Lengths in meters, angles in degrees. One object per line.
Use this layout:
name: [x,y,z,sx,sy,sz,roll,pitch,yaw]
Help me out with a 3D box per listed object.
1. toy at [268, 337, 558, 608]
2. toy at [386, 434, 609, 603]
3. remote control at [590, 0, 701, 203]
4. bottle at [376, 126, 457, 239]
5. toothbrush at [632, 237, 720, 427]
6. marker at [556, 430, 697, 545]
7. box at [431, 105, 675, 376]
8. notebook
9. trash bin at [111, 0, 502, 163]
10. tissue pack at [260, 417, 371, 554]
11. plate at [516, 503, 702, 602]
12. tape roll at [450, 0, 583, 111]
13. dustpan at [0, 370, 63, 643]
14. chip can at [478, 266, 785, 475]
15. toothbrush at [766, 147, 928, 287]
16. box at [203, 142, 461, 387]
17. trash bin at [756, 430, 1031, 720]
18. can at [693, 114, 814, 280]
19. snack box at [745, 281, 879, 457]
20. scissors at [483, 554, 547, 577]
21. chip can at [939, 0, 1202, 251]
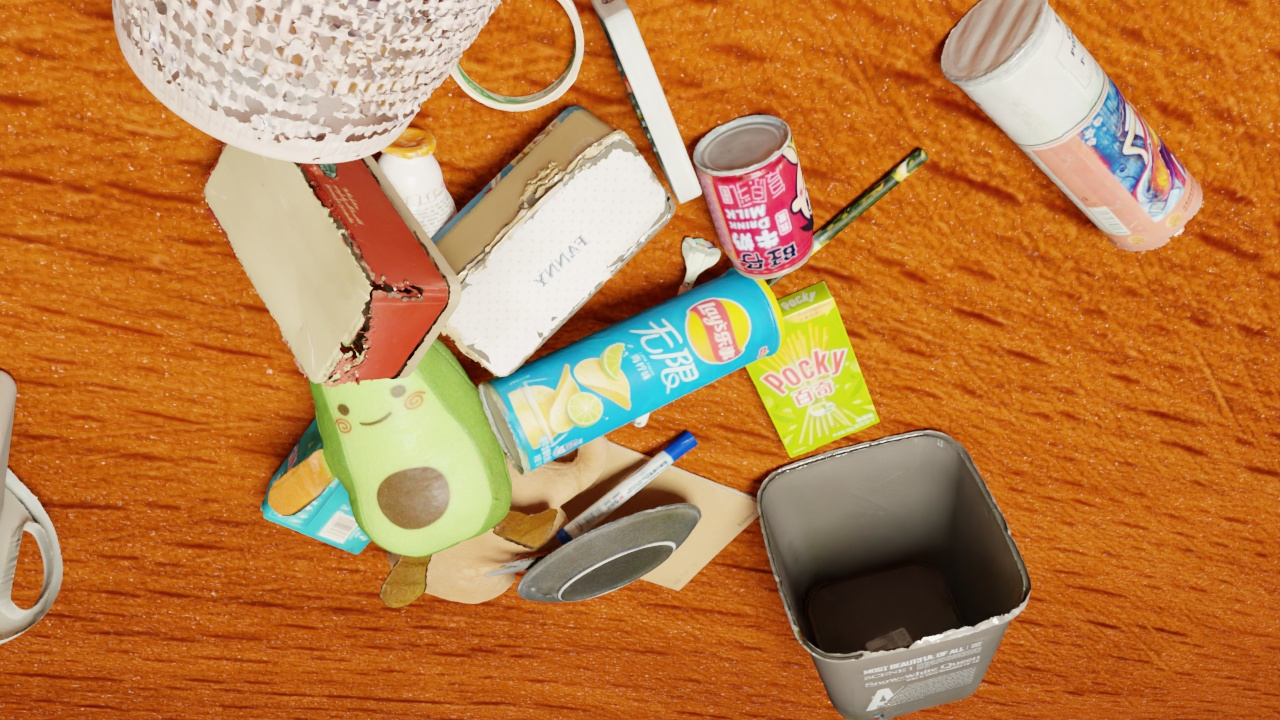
toy: [-0.164,0.069,0.675,0.227,0.090,0.247,-23,115,-4]
toy: [-0.124,0.130,0.788,0.143,0.082,0.226,24,124,-39]
remote control: [0.004,-0.163,0.572,0.019,0.056,0.135,-24,131,4]
bottle: [-0.151,-0.096,0.599,0.063,0.063,0.109,1,130,-10]
toothbrush: [0.022,-0.015,0.727,0.029,0.020,0.190,22,128,4]
marker: [-0.011,0.110,0.790,0.145,0.017,0.017,-37,131,-12]
box: [-0.069,-0.071,0.592,0.184,0.061,0.090,-42,136,-2]
notebook: [-0.006,0.149,0.869,0.211,0.012,0.150,24,123,-26]
trash bin: [-0.148,-0.208,0.423,0.227,0.227,0.193,18,137,-23]
tissue pack: [-0.242,0.096,0.758,0.093,0.050,0.134,30,120,-27]
plate: [-0.023,0.180,0.818,0.179,0.024,0.180,-21,156,-10]
tape roll: [-0.078,-0.194,0.559,0.086,0.013,0.086,-5,131,-6]
dustpan: [-0.519,0.091,0.603,0.257,0.222,0.143,12,116,-32]
chip can: [-0.004,0.004,0.644,0.210,0.071,0.071,-25,134,-18]
toothbrush: [0.133,-0.094,0.682,0.017,0.012,0.186,40,115,-22]
box: [-0.192,-0.069,0.538,0.080,0.168,0.091,-6,143,-54]
trash bin: [0.230,0.217,0.855,0.199,0.198,0.220,-15,137,3]
can: [0.080,-0.109,0.623,0.066,0.066,0.094,-19,131,7]
snack box: [0.138,0.012,0.764,0.086,0.026,0.156,-23,130,9]
scissors: [-0.066,0.168,0.804,0.146,0.014,0.172,-24,159,-10]
chip can: [0.294,-0.154,0.617,0.214,0.071,0.071,31,120,-30]
